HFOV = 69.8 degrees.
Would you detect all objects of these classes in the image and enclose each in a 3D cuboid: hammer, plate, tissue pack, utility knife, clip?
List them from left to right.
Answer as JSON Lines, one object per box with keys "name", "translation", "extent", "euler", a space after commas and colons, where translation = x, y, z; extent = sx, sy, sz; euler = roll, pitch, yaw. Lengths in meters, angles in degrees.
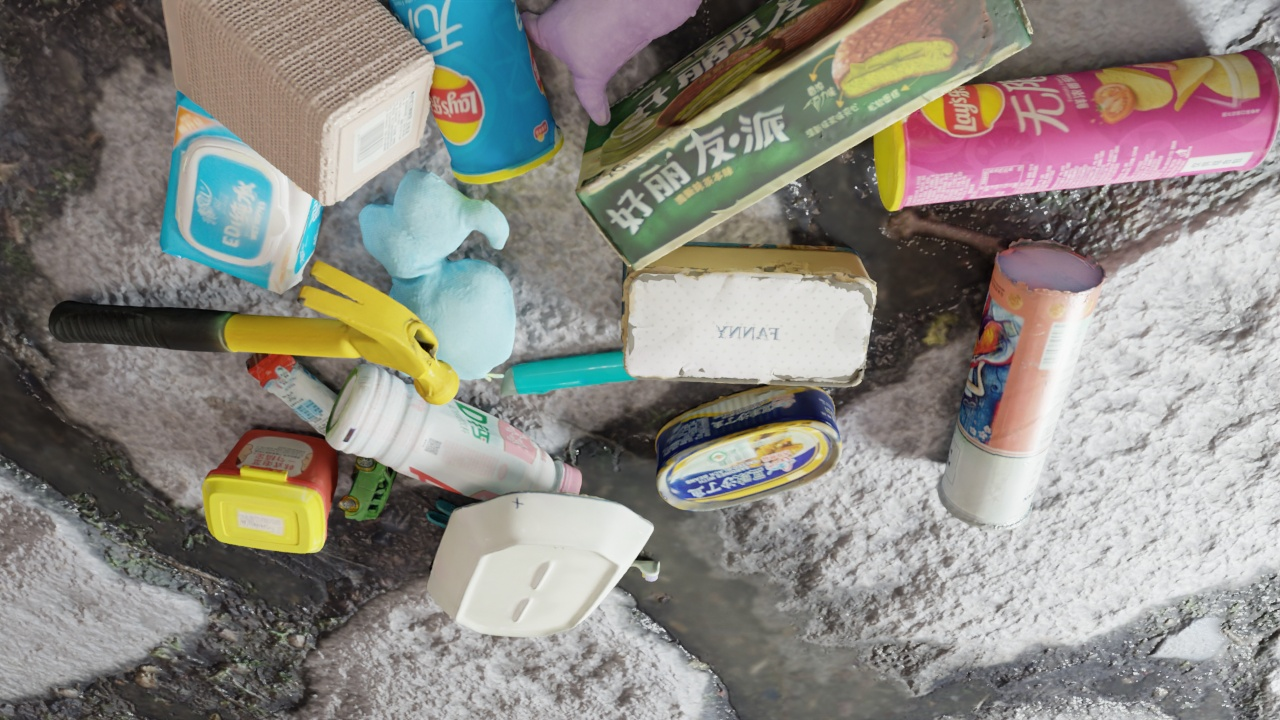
{"name": "hammer", "translation": [-0.278, -0.020, 0.628], "extent": [0.301, 0.032, 0.129], "euler": [3, 149, 17]}
{"name": "tissue pack", "translation": [-0.249, -0.113, 0.584], "extent": [0.090, 0.063, 0.140], "euler": [20, 125, -13]}
{"name": "clip", "translation": [-0.158, 0.140, 0.799], "extent": [0.056, 0.014, 0.043], "euler": [32, 121, -18]}
{"name": "plate", "translation": [-0.089, 0.180, 0.761], "extent": [0.162, 0.034, 0.267], "euler": [9, 145, -16]}
{"name": "utility knife", "translation": [-0.004, 0.004, 0.692], "extent": [0.216, 0.013, 0.029], "euler": [-6, 119, 9]}

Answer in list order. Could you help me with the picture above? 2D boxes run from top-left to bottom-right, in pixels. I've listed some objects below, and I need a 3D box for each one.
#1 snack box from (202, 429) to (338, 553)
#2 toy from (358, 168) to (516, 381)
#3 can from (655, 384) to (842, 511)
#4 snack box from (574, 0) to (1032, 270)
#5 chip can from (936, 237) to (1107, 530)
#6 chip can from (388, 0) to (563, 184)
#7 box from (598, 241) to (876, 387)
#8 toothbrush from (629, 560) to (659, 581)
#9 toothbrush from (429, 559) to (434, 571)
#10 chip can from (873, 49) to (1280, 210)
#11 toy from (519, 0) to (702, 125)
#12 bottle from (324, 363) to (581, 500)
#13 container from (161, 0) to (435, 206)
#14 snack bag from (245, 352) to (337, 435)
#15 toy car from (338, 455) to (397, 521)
{"name": "snack box", "translation": [-0.290, 0.101, 0.733], "extent": [0.091, 0.080, 0.082], "euler": [9, 127, -5]}
{"name": "toy", "translation": [-0.136, -0.046, 0.636], "extent": [0.162, 0.049, 0.156], "euler": [-28, 113, 31]}
{"name": "can", "translation": [0.082, 0.068, 0.715], "extent": [0.148, 0.049, 0.075], "euler": [-18, 124, 14]}
{"name": "snack box", "translation": [0.078, -0.152, 0.512], "extent": [0.241, 0.114, 0.063], "euler": [-28, 120, 21]}
{"name": "chip can", "translation": [0.270, 0.023, 0.662], "extent": [0.071, 0.071, 0.215], "euler": [0, 126, 2]}
{"name": "chip can", "translation": [-0.106, -0.207, 0.505], "extent": [0.071, 0.071, 0.210], "euler": [-10, 125, 9]}
{"name": "box", "translation": [0.064, -0.032, 0.631], "extent": [0.184, 0.061, 0.090], "euler": [5, 117, 1]}
{"name": "toothbrush", "translation": [-0.078, 0.183, 0.825], "extent": [0.189, 0.029, 0.020], "euler": [3, 84, 1]}
{"name": "toothbrush", "translation": [-0.145, 0.153, 0.774], "extent": [0.018, 0.015, 0.182], "euler": [12, 149, -29]}
{"name": "chip can", "translation": [0.251, -0.136, 0.546], "extent": [0.210, 0.071, 0.071], "euler": [-6, 126, 5]}
{"name": "toy", "translation": [-0.011, -0.198, 0.523], "extent": [0.108, 0.038, 0.084], "euler": [-36, 89, 21]}
{"name": "bottle", "translation": [-0.138, 0.069, 0.710], "extent": [0.197, 0.068, 0.068], "euler": [26, 123, -23]}
{"name": "container", "translation": [-0.179, -0.157, 0.499], "extent": [0.111, 0.089, 0.090], "euler": [42, 148, 3]}
{"name": "snack bag", "translation": [-0.256, 0.028, 0.711], "extent": [0.048, 0.026, 0.104], "euler": [-28, 122, 29]}
{"name": "toy car", "translation": [-0.218, 0.093, 0.748], "extent": [0.036, 0.043, 0.091], "euler": [20, 126, -9]}
